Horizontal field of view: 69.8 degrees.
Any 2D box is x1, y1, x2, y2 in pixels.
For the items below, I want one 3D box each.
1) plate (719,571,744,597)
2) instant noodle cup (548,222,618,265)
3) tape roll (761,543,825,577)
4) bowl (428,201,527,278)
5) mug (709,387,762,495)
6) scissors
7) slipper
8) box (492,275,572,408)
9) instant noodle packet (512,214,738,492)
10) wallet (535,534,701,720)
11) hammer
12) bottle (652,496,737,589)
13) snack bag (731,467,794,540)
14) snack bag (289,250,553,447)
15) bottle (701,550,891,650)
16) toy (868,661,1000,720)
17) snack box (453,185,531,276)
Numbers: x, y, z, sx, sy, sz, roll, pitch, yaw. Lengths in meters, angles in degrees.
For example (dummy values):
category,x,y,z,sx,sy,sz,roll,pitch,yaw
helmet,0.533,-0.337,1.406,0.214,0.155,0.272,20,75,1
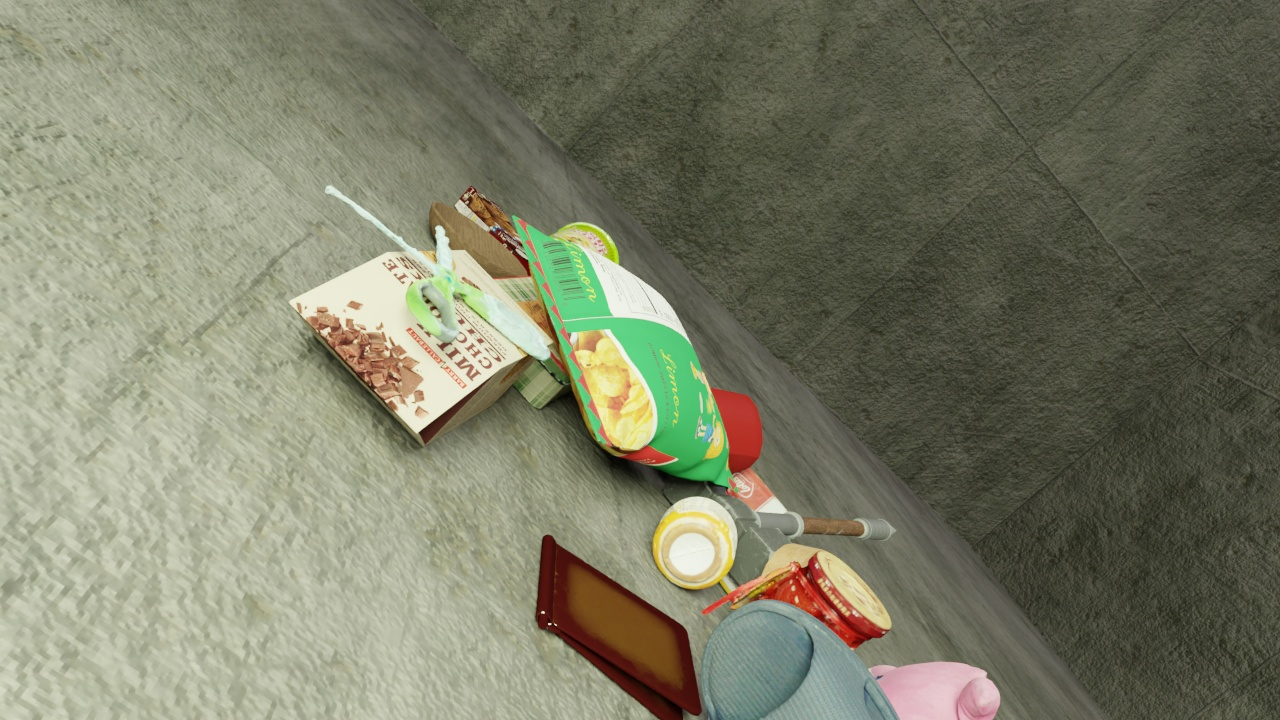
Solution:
category,x,y,z,sx,sy,sz,roll,pitch,yaw
plate,0.129,0.213,0.875,0.230,0.021,0.229,44,11,-11
instant noodle cup,-0.088,-0.114,1.101,0.099,0.099,0.107,46,18,4
tape roll,0.128,0.197,0.742,0.027,0.094,0.094,5,-19,39
bowl,-0.167,-0.109,0.910,0.118,0.030,0.117,39,10,-8
mug,0.064,0.084,0.922,0.096,0.081,0.116,13,63,-44
scissors,-0.117,-0.048,0.553,0.172,0.021,0.171,36,17,-26
slipper,0.114,0.256,0.486,0.263,0.101,0.082,54,20,13
box,-0.091,-0.023,0.848,0.117,0.050,0.205,45,11,4
instant noodle packet,-0.004,0.005,0.749,0.252,0.090,0.195,29,34,-59
wallet,-0.016,0.160,0.545,0.115,0.018,0.091,39,12,-14
hammer,0.171,0.163,0.906,0.321,0.043,0.156,13,25,-45
bottle,0.046,0.139,0.730,0.063,0.063,0.108,46,9,4
snack bag,0.088,0.111,1.022,0.225,0.041,0.077,51,-5,23
snack bag,-0.134,-0.010,0.572,0.094,0.070,0.206,46,11,0
bottle,0.107,0.190,0.645,0.099,0.111,0.099,39,13,-11
toy,0.213,0.282,0.662,0.186,0.128,0.265,49,16,-2
snack box,-0.165,-0.141,1.050,0.051,0.032,0.141,34,16,-47
